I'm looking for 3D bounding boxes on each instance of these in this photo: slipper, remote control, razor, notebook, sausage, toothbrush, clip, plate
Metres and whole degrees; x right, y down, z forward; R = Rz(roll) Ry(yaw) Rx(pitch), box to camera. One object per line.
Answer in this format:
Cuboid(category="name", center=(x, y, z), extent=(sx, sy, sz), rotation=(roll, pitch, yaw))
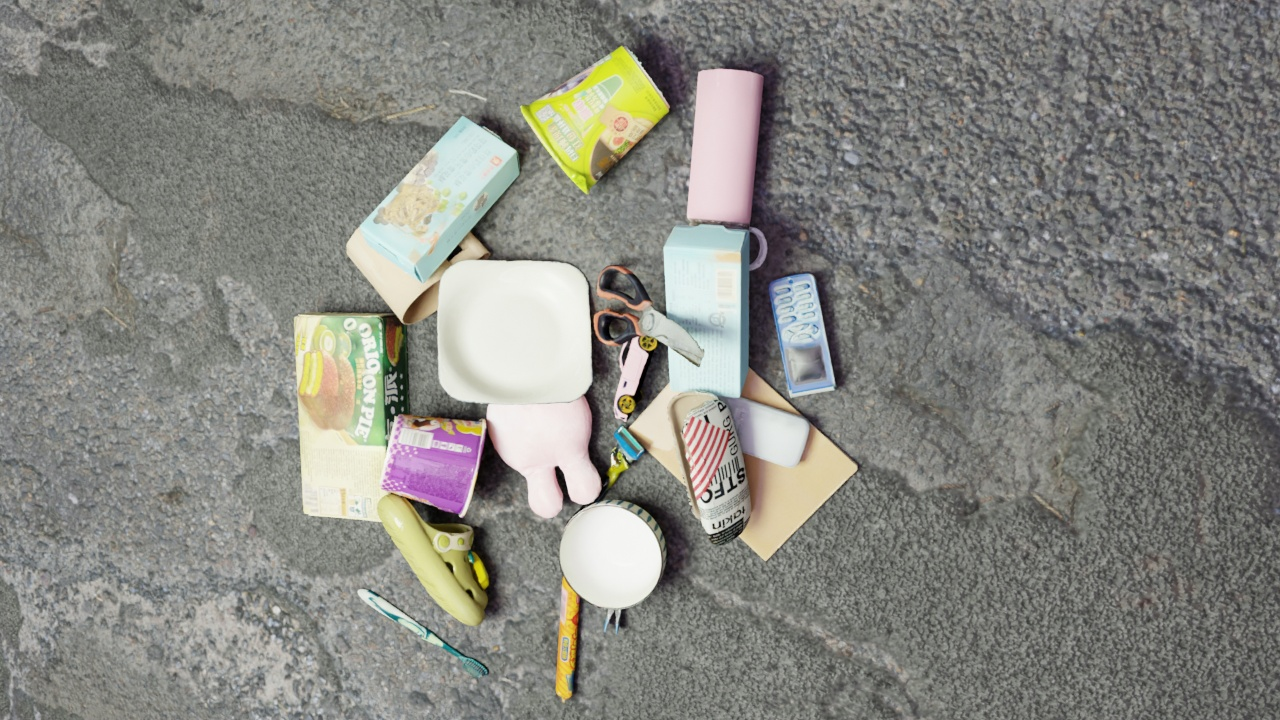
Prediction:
Cuboid(category="slipper", center=(-0.221, 0.217, 1.042), extent=(0.081, 0.092, 0.190), rotation=(-38, 112, -21))
Cuboid(category="remote control", center=(0.167, -0.026, 0.943), extent=(0.049, 0.024, 0.125), rotation=(-10, 93, 16))
Cuboid(category="remote control", center=(0.108, 0.068, 0.965), extent=(0.136, 0.020, 0.056), rotation=(18, 102, 12))
Cuboid(category="razor", center=(-0.042, 0.140, 1.024), extent=(0.042, 0.022, 0.143), rotation=(46, 111, 33))
Cuboid(category="notebook", center=(0.106, 0.095, 0.985), extent=(0.207, 0.008, 0.148), rotation=(43, 105, 6))
Cuboid(category="sausage", center=(-0.083, 0.317, 1.058), extent=(0.021, 0.021, 0.165), rotation=(6, 99, 14))
Cuboid(category="toothbrush", center=(-0.267, 0.331, 1.112), extent=(0.191, 0.018, 0.016), rotation=(29, 104, 10))
Cuboid(category="clip", center=(-0.028, 0.279, 1.038), extent=(0.038, 0.026, 0.058), rotation=(9, 92, 3))
Cuboid(category="plate", center=(-0.135, -0.028, 0.989), extent=(0.163, 0.034, 0.164), rotation=(1, 73, -11))

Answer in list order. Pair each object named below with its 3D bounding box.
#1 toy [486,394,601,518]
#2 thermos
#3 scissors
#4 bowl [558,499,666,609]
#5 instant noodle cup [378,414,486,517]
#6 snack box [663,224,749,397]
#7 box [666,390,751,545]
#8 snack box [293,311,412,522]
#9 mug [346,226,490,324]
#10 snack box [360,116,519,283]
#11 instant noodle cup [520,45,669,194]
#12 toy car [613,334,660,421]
Cuboid(category="toy", center=(-0.105, 0.091, 1.016), extent=(0.121, 0.054, 0.159), rotation=(-21, 84, 16))
Cuboid(category="thermos", center=(0.092, -0.186, 0.927), extent=(0.087, 0.067, 0.198), rotation=(1, 98, -15))
Cuboid(category="scissors", center=(0.002, -0.028, 0.915), extent=(0.186, 0.015, 0.208), rotation=(-48, 46, 43))
Cuboid(category="bowl", center=(-0.025, 0.206, 1.005), extent=(0.116, 0.066, 0.116), rotation=(2, 97, 14))
Cuboid(category="instant noodle cup", center=(-0.230, 0.110, 1.010), extent=(0.099, 0.111, 0.112), rotation=(12, 101, -12))
Cuboid(category="snack box", center=(0.067, -0.047, 0.910), extent=(0.074, 0.051, 0.175), rotation=(7, 125, 15))
Cuboid(category="box", center=(0.068, 0.106, 0.950), extent=(0.076, 0.087, 0.163), rotation=(-28, 115, -24))
Cuboid(category="snack box", center=(-0.335, 0.064, 1.073), extent=(0.114, 0.063, 0.240), rotation=(1, 97, 15))
Cuboid(category="mug", center=(-0.249, -0.118, 1.024), extent=(0.124, 0.084, 0.103), rotation=(-41, 84, -8))
Cuboid(category="snack box", center=(-0.209, -0.172, 0.974), extent=(0.074, 0.052, 0.174), rotation=(34, 73, 9))
Cuboid(category="instant noodle cup", center=(-0.040, -0.251, 0.934), extent=(0.123, 0.111, 0.111), rotation=(-36, 87, 10))
Cuboid(category="toy car", center=(-0.006, 0.006, 0.979), extent=(0.037, 0.056, 0.122), rotation=(20, 102, 8))
